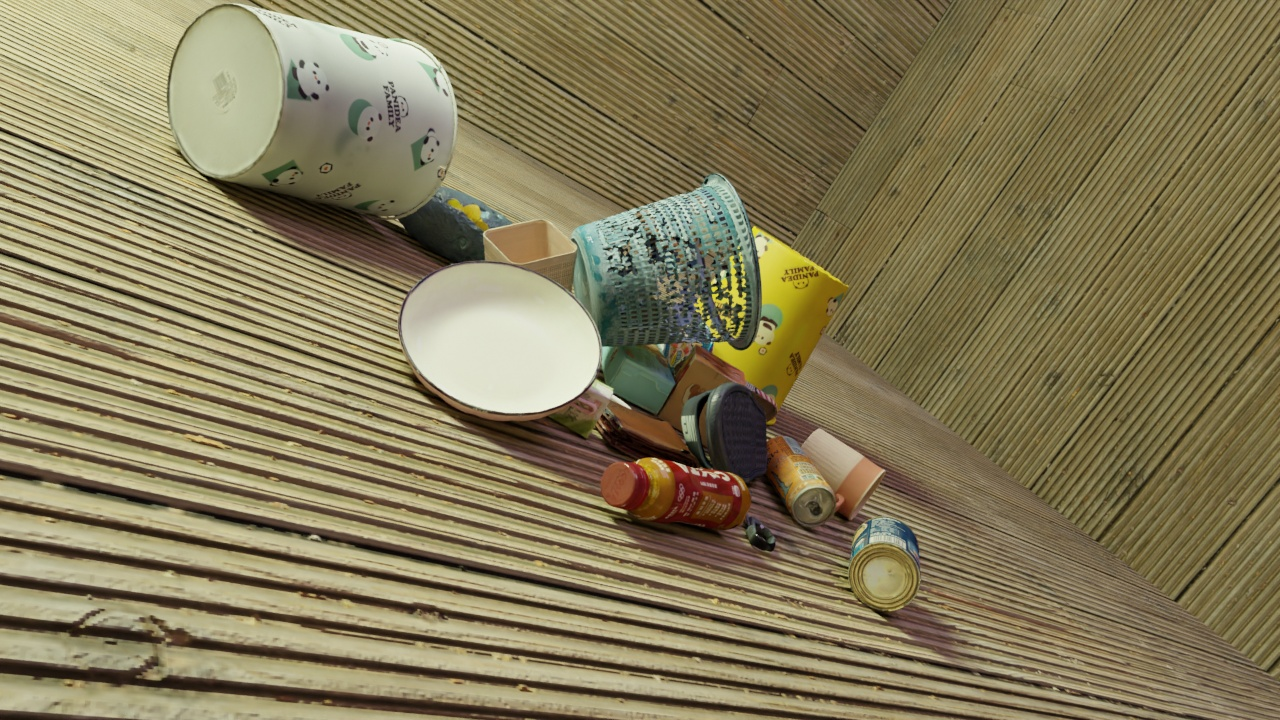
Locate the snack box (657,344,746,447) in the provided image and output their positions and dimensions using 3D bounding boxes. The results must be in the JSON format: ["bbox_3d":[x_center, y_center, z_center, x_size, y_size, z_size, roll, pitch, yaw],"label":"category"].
[{"bbox_3d":[0.079,0.044,1.187,0.077,0.093,0.094,31,13,-3],"label":"snack box"}]

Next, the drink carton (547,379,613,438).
[{"bbox_3d":[-0.092,0.025,0.931,0.122,0.053,0.045,31,14,-5],"label":"drink carton"}]

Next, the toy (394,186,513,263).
[{"bbox_3d":[-0.239,-0.177,1.269,0.356,0.091,0.138,29,0,-24],"label":"toy"}]

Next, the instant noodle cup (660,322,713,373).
[{"bbox_3d":[0.040,-0.024,1.370,0.099,0.099,0.109,40,22,32],"label":"instant noodle cup"}]

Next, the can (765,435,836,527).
[{"bbox_3d":[0.194,0.149,1.146,0.058,0.058,0.146,29,13,-18],"label":"can"}]

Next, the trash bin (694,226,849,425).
[{"bbox_3d":[0.192,-0.063,1.501,0.229,0.255,0.229,31,12,-8],"label":"trash bin"}]

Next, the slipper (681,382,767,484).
[{"bbox_3d":[0.093,0.090,1.058,0.083,0.110,0.268,-2,-9,17],"label":"slipper"}]

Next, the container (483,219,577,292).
[{"bbox_3d":[-0.135,-0.098,1.118,0.089,0.111,0.090,-18,43,-29],"label":"container"}]

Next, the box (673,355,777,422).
[{"bbox_3d":[0.118,0.047,1.294,0.163,0.086,0.076,28,2,-9],"label":"box"}]

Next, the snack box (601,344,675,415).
[{"bbox_3d":[-0.007,0.007,1.211,0.074,0.052,0.174,28,13,-14],"label":"snack box"}]

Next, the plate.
[{"bbox_3d":[-0.133,-0.014,0.867,0.192,0.039,0.192,12,46,-13],"label":"plate"}]

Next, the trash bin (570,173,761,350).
[{"bbox_3d":[0.020,-0.106,1.147,0.195,0.227,0.226,-11,26,-11],"label":"trash bin"}]

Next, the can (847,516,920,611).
[{"bbox_3d":[0.268,0.222,1.008,0.075,0.075,0.111,35,13,10],"label":"can"}]

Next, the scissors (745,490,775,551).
[{"bbox_3d":[0.111,0.163,1.003,0.165,0.014,0.163,23,13,-47],"label":"scissors"}]

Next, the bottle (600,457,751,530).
[{"bbox_3d":[0.034,0.123,0.850,0.174,0.057,0.057,18,19,-49],"label":"bottle"}]

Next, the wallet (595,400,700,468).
[{"bbox_3d":[0.001,0.079,1.008,0.124,0.032,0.101,25,12,-32],"label":"wallet"}]

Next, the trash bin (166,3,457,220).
[{"bbox_3d":[-0.381,-0.288,1.072,0.229,0.230,0.251,37,19,20],"label":"trash bin"}]

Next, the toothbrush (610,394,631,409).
[{"bbox_3d":[-0.083,0.015,1.081,0.180,0.016,0.016,33,7,8],"label":"toothbrush"}]

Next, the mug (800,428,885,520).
[{"bbox_3d":[0.256,0.160,1.238,0.106,0.082,0.114,36,42,21],"label":"mug"}]
